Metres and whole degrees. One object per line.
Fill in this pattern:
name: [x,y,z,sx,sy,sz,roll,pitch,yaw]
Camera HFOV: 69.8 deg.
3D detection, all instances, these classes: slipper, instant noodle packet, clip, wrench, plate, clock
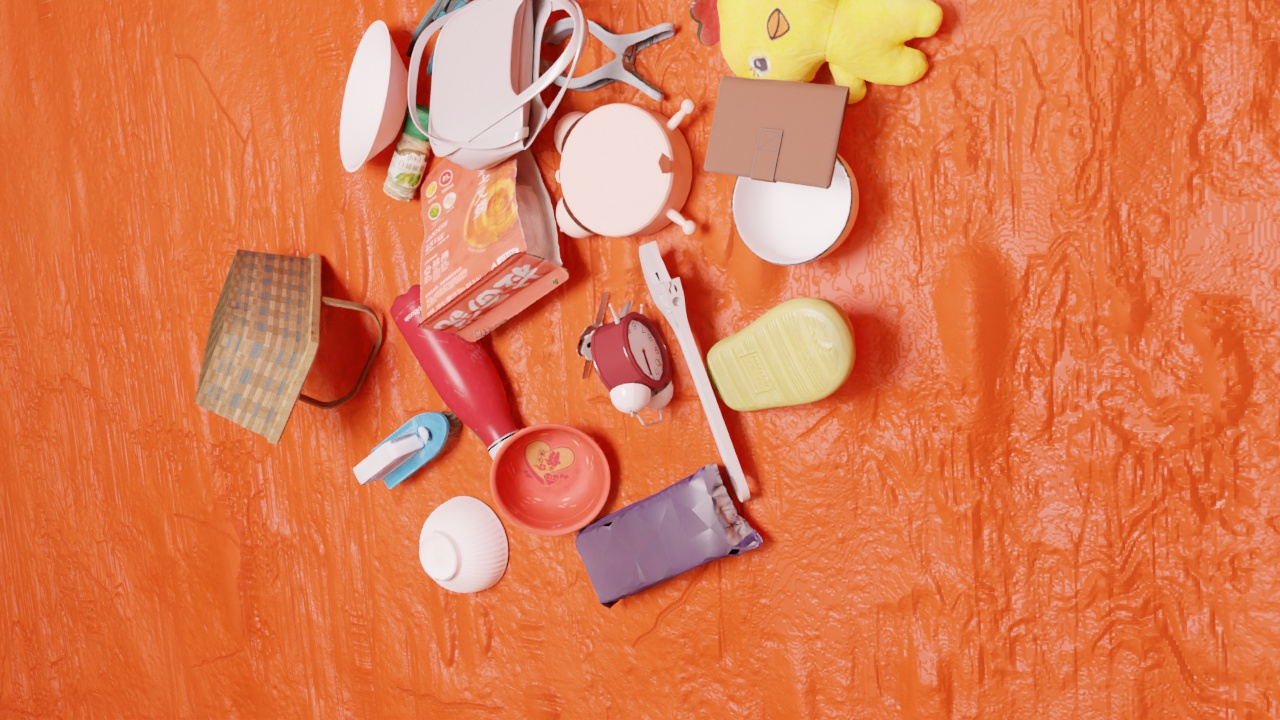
slipper: [0.138,-0.006,0.854,0.191,0.081,0.091,-27,89,56]
instant noodle packet: [-0.182,-0.156,1.012,0.165,0.084,0.220,-31,61,30]
clip: [-0.041,-0.019,0.976,0.057,0.054,0.102,12,106,-9]
wrench: [0.055,0.012,0.917,0.018,0.087,0.273,-21,96,-7]
plate: [-0.306,-0.302,1.071,0.174,0.036,0.173,-16,70,53]
clock: [-0.005,0.006,0.931,0.044,0.087,0.124,-23,81,30]
clip: [-0.037,-0.327,0.939,0.163,0.027,0.106,20,107,27]
clock: [-0.023,-0.190,0.922,0.161,0.086,0.131,4,99,36]

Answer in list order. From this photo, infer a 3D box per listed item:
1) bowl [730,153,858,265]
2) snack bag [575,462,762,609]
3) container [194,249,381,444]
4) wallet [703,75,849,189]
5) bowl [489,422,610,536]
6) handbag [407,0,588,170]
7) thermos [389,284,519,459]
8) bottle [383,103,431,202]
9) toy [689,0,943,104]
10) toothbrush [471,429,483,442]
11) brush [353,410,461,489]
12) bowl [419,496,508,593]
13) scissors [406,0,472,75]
bowl: [0.146,-0.143,0.835,0.114,0.063,0.113,3,97,30]
snack bag: [0.021,0.186,0.956,0.206,0.058,0.096,-31,80,31]
container: [-0.425,-0.019,1.133,0.158,0.186,0.249,-59,31,22]
wallet: [0.117,-0.200,0.801,0.121,0.013,0.087,15,99,29]
bowl: [-0.098,0.124,1.005,0.130,0.045,0.130,-1,105,-4]
handbag: [-0.135,-0.311,0.931,0.223,0.095,0.215,-10,74,45]
thermos: [-0.200,0.021,1.056,0.073,0.073,0.240,-37,81,29]
bottle: [-0.269,-0.243,1.078,0.043,0.043,0.111,34,113,22]
toy: [0.151,-0.295,0.799,0.208,0.092,0.134,21,130,18]
toothbrush: [-0.167,0.104,1.081,0.190,0.017,0.016,45,123,19]
brush: [-0.280,0.105,1.112,0.136,0.075,0.055,-35,79,29]
bowl: [-0.223,0.227,1.102,0.118,0.062,0.118,4,98,30]
scissors: [-0.220,-0.393,1.043,0.131,0.019,0.150,-5,93,29]
